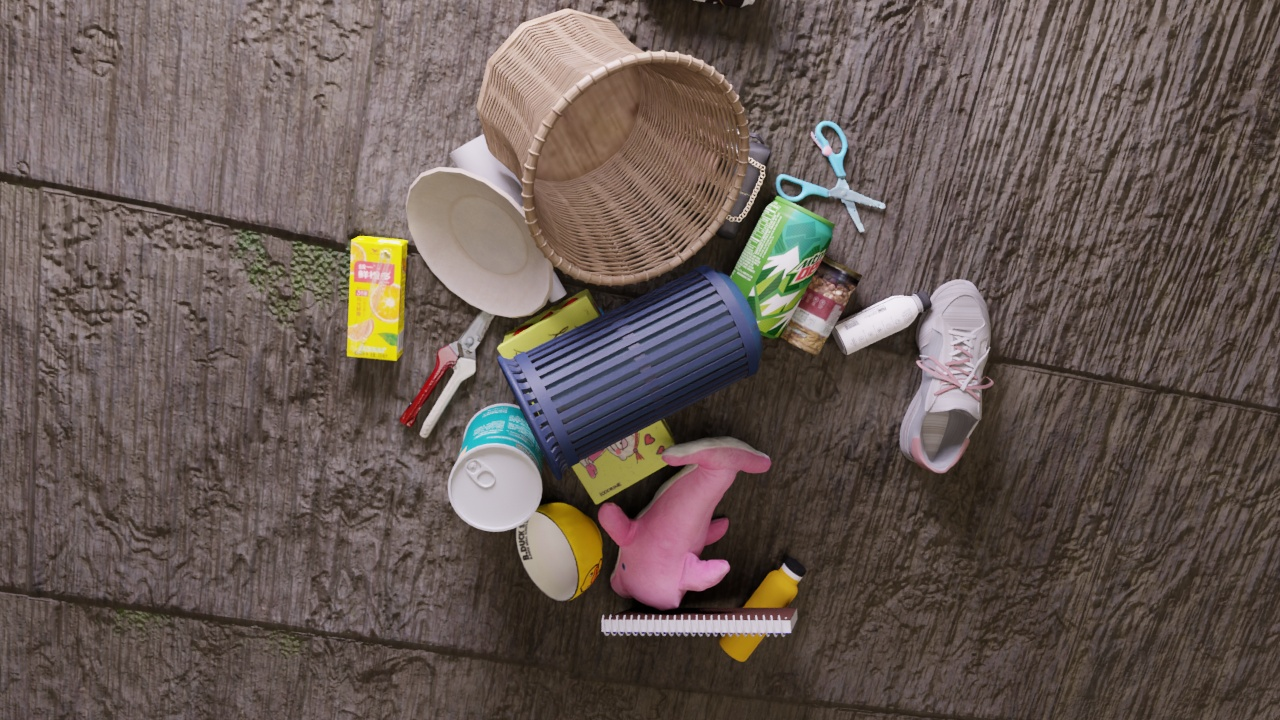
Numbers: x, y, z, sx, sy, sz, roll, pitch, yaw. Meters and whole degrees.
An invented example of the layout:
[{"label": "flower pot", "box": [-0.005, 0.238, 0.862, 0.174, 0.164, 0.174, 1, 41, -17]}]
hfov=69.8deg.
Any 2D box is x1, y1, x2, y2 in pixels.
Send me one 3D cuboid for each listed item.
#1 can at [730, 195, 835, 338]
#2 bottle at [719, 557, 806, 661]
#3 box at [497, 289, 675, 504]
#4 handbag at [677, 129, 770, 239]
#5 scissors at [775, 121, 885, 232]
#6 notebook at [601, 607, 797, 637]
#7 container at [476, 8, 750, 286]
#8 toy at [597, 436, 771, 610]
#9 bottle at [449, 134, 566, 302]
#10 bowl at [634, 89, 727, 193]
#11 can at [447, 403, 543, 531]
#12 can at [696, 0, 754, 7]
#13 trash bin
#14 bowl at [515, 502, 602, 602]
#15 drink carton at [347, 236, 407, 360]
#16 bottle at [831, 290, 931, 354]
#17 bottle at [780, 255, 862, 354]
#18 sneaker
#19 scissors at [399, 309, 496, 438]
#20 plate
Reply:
[{"label": "can", "box": [0.153, -0.105, 1.036, 0.083, 0.083, 0.144, 24, 102, -10]}, {"label": "bottle", "box": [0.158, 0.315, 1.171, 0.043, 0.043, 0.144, 32, 101, -12]}, {"label": "box", "box": [-0.058, 0.039, 1.064, 0.124, 0.079, 0.221, -27, 107, 3]}, {"label": "handbag", "box": [0.093, -0.198, 1.030, 0.079, 0.054, 0.129, 22, 106, 2]}, {"label": "scissors", "box": [0.213, -0.197, 1.052, 0.118, 0.015, 0.139, -28, 100, 4]}, {"label": "notebook", "box": [0.074, 0.304, 1.078, 0.209, 0.171, 0.022, -3, 79, 12]}, {"label": "container", "box": [-0.040, -0.220, 0.898, 0.226, 0.196, 0.227, -16, 132, -20]}, {"label": "toy", "box": [0.052, 0.206, 1.070, 0.186, 0.127, 0.266, 11, 122, -35]}, {"label": "bottle", "box": [-0.139, -0.154, 1.019, 0.052, 0.052, 0.195, -28, 105, 4]}, {"label": "bowl", "box": [0.050, -0.240, 0.999, 0.119, 0.032, 0.119, 1, 92, 37]}, {"label": "can", "box": [-0.159, 0.118, 1.043, 0.099, 0.144, 0.099, -1, 105, -4]}, {"label": "can", "box": [0.059, -0.412, 0.952, 0.128, 0.072, 0.072, 7, 104, -6]}, {"label": "trash bin", "box": [-0.006, 0.006, 0.954, 0.249, 0.139, 0.139, -26, 106, -9]}, {"label": "bowl", "box": [-0.089, 0.222, 1.104, 0.067, 0.117, 0.117, -22, 111, -41]}, {"label": "drink carton", "box": [-0.297, -0.071, 1.036, 0.058, 0.043, 0.135, 6, 104, -5]}, {"label": "bottle", "box": [0.286, -0.048, 1.083, 0.116, 0.041, 0.041, -25, 105, 3]}, {"label": "bottle", "box": [0.207, -0.065, 1.065, 0.056, 0.056, 0.105, 25, 102, -10]}, {"label": "sneaker", "box": [0.370, 0.026, 1.083, 0.099, 0.089, 0.236, 5, 105, -5]}, {"label": "scissors", "box": [-0.222, 0.001, 1.075, 0.140, 0.015, 0.189, 1, 103, -3]}, {"label": "plate", "box": [-0.169, -0.130, 0.992, 0.189, 0.027, 0.189, 21, 138, 19]}]
